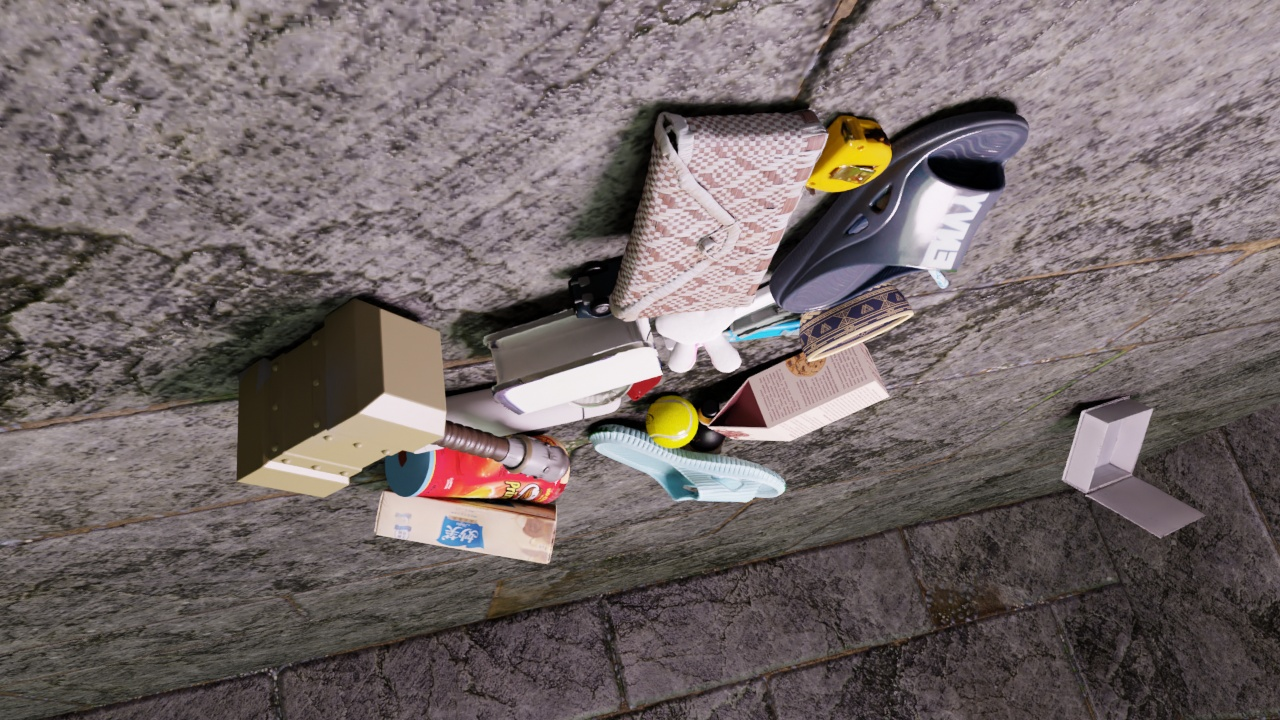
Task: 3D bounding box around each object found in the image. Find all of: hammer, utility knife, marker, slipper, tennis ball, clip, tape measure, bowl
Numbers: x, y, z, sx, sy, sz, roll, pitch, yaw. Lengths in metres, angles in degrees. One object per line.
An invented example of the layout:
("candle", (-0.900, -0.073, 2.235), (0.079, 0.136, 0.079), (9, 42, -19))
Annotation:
("hammer", (-0.183, 0.069, 0.859), (0.191, 0.100, 0.324), (-26, 150, 28))
("utility knife", (0.174, -0.037, 1.009), (0.206, 0.015, 0.031), (-10, 164, -17))
("marker", (0.298, -0.096, 0.939), (0.013, 0.013, 0.141), (-24, 158, 23))
("slipper", (0.208, -0.098, 0.761), (0.110, 0.083, 0.269), (1, 150, -32))
("tennis ball", (0.039, 0.076, 1.137), (0.065, 0.065, 0.065), (-13, 160, -5))
("clip", (0.129, -0.045, 0.945), (0.076, 0.023, 0.043), (-22, 161, 24))
("slipper", (0.058, 0.152, 1.213), (0.276, 0.069, 0.116), (19, 162, -14))
("tape measure", (-0.006, 0.006, 0.952), (0.051, 0.059, 0.019), (-38, 178, -40))
("tape measure", (0.154, -0.148, 0.678), (0.058, 0.030, 0.068), (-1, 156, -28))
("bowl", (0.206, -0.050, 0.915), (0.112, 0.061, 0.112), (-23, 171, -4))

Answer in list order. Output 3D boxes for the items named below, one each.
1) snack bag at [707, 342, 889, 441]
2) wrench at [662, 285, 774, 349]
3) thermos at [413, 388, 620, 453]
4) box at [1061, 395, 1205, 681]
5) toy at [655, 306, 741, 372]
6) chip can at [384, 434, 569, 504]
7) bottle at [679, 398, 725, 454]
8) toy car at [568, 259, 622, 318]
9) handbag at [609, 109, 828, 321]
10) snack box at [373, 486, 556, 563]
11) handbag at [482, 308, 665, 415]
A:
("snack bag", (0.190, 0.048, 1.138), (0.207, 0.069, 0.094), (-26, 157, 17))
("wrench", (0.141, -0.071, 0.894), (0.274, 0.018, 0.066), (-24, 158, 21))
("thermos", (-0.133, 0.051, 0.972), (0.224, 0.052, 0.052), (-11, 160, -10))
("box", (0.993, 0.353, 1.848), (0.166, 0.528, 0.234), (-12, 164, -30))
("toy", (0.053, -0.037, 0.868), (0.076, 0.037, 0.125), (-7, 134, 11))
("chip can", (-0.187, 0.123, 1.081), (0.087, 0.087, 0.213), (-28, 155, 33))
("bottle", (0.085, 0.089, 1.214), (0.059, 0.059, 0.182), (-13, 160, -5))
("toy car", (-0.004, -0.064, 0.769), (0.112, 0.046, 0.034), (-13, 159, -1))
("handbag", (0.051, -0.096, 0.665), (0.124, 0.047, 0.186), (-10, 145, -22))
("snack box", (-0.206, 0.194, 1.130), (0.207, 0.055, 0.153), (11, 177, -5))
("handbag", (-0.055, 0.002, 0.865), (0.151, 0.074, 0.176), (-17, 159, 5))
